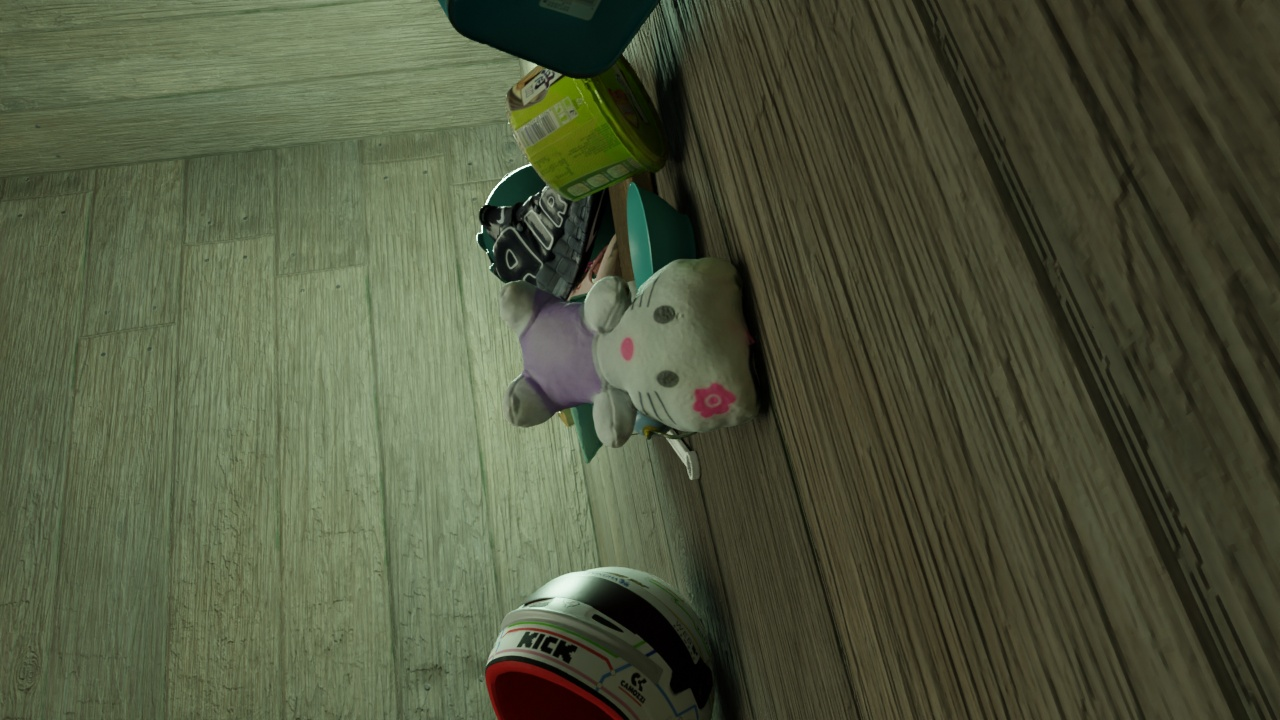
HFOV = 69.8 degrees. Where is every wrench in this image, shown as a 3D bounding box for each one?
[{"bbox_3d":[0.035,0.088,1.075,0.273,0.009,0.047,-131,34,-76],"label":"wrench"}]

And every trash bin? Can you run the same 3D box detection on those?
[{"bbox_3d":[-0.082,-0.357,0.703,0.200,0.196,0.218,-46,52,35],"label":"trash bin"}]

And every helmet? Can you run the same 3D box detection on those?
[{"bbox_3d":[-0.032,0.346,1.026,0.235,0.231,0.315,-52,-39,-47],"label":"helmet"},{"bbox_3d":[-0.141,-0.186,1.360,0.275,0.200,0.176,114,147,-76],"label":"helmet"}]

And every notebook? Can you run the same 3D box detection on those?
[{"bbox_3d":[-0.008,-0.187,1.002,0.190,0.034,0.215,176,85,-83],"label":"notebook"}]

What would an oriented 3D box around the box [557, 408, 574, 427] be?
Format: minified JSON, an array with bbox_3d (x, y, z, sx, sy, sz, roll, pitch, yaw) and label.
[{"bbox_3d":[-0.064,0.027,1.264,0.249,0.128,0.092,157,95,-83],"label":"box"}]

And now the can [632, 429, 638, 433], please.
[{"bbox_3d":[-0.006,0.006,1.030,0.079,0.079,0.146,-178,80,-82],"label":"can"}]

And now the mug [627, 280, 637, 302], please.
[{"bbox_3d":[-0.001,-0.044,0.940,0.123,0.076,0.090,-115,18,-60],"label":"mug"}]

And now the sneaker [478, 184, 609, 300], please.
[{"bbox_3d":[-0.130,-0.184,1.163,0.097,0.151,0.253,-64,-4,-50],"label":"sneaker"}]

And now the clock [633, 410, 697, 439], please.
[{"bbox_3d":[0.024,0.016,0.764,0.124,0.089,0.052,64,180,39],"label":"clock"}]

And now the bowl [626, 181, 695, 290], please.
[{"bbox_3d":[0.021,-0.103,0.830,0.121,0.046,0.121,171,91,-82],"label":"bowl"}]

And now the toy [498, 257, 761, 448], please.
[{"bbox_3d":[-0.008,-0.004,0.699,0.085,0.210,0.137,0,-93,-64],"label":"toy"}]

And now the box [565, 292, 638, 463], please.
[{"bbox_3d":[-0.044,0.015,1.081,0.112,0.078,0.187,-43,-58,-63],"label":"box"}]

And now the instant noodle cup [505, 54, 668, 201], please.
[{"bbox_3d":[-0.050,-0.218,0.832,0.146,0.098,0.146,49,-155,-32],"label":"instant noodle cup"}]

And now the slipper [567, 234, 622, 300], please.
[{"bbox_3d":[-0.062,-0.078,1.177,0.106,0.055,0.222,-62,0,-44],"label":"slipper"}]
